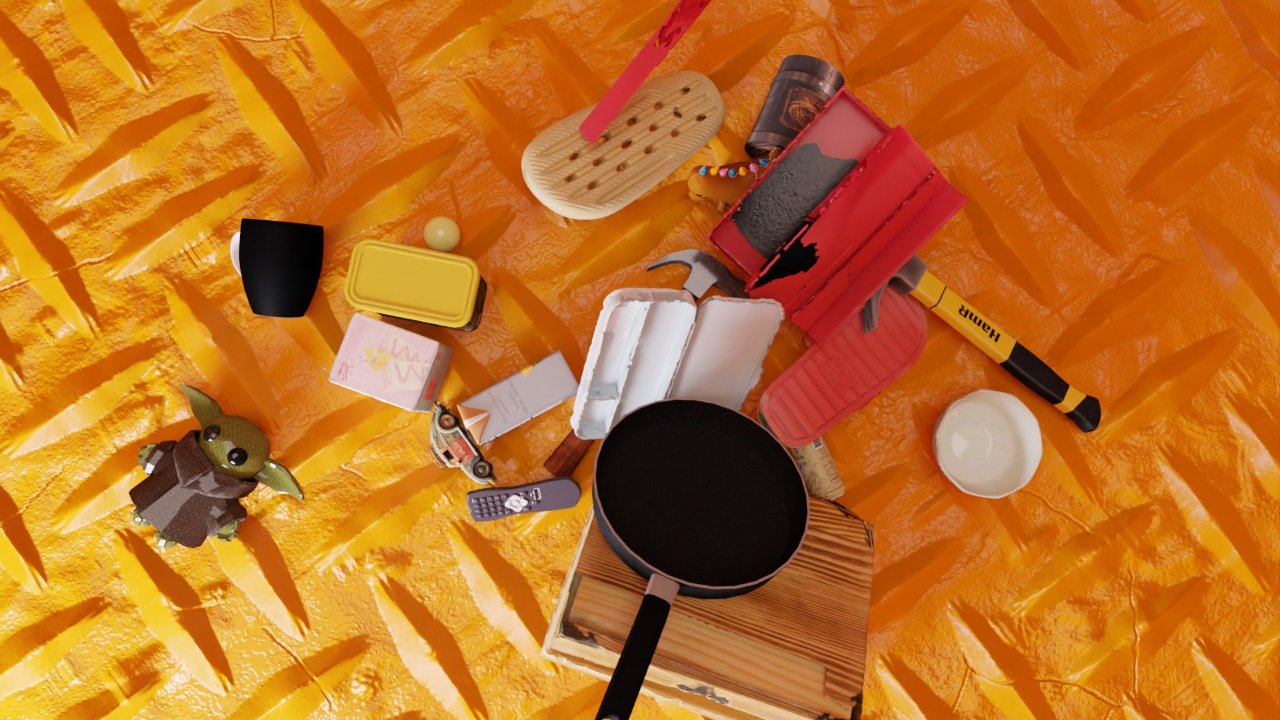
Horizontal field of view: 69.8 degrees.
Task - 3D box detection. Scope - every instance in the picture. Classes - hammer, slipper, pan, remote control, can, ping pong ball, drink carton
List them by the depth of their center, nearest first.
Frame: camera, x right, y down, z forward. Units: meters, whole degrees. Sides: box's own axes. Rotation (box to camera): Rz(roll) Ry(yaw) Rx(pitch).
[{"bbox_3d":[0.028,0.176,0.801,0.204,0.044,0.354,23,48,4],"label":"pan"},{"bbox_3d":[-0.234,-0.076,0.981,0.131,0.101,0.072,11,86,-1],"label":"can"},{"bbox_3d":[-0.131,0.042,0.992,0.124,0.076,0.048,-29,87,-8],"label":"drink carton"},{"bbox_3d":[-0.126,0.152,1.003,0.124,0.009,0.046,-8,126,-3],"label":"remote control"},{"bbox_3d":[0.220,0.007,1.012,0.248,0.059,0.103,-41,90,-19],"label":"slipper"},{"bbox_3d":[0.194,0.115,1.014,0.038,0.038,0.079,-23,87,-4],"label":"can"},{"bbox_3d":[-0.017,-0.233,1.015,0.260,0.079,0.111,-35,93,-22],"label":"slipper"},{"bbox_3d":[-0.220,-0.139,1.016,0.040,0.040,0.040,0,86,-2],"label":"ping pong ball"},{"bbox_3d":[0.382,-0.024,1.019,0.324,0.034,0.169,37,66,-5],"label":"hammer"},{"bbox_3d":[-0.006,0.006,1.021,0.111,0.028,0.300,37,86,0],"label":"hammer"}]

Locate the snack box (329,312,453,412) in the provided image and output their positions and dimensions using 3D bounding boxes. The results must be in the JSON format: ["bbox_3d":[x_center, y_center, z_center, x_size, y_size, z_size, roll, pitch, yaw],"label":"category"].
[{"bbox_3d":[-0.263,0.005,0.979,0.095,0.093,0.079,21,86,-1],"label":"snack box"}]

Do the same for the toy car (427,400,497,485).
[{"bbox_3d":[-0.202,0.098,0.998,0.047,0.047,0.112,-37,87,-5],"label":"toy car"}]

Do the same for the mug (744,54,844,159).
[{"bbox_3d":[0.187,-0.265,1.028,0.115,0.080,0.107,26,84,-28],"label":"mug"}]

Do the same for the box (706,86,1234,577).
[{"bbox_3d":[0.280,-0.047,0.886,0.215,0.138,0.467,-46,72,14],"label":"box"}]

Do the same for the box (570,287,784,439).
[{"bbox_3d":[0.033,0.008,0.939,0.189,0.210,0.037,-1,47,-17],"label":"box"}]

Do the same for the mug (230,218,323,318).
[{"bbox_3d":[-0.402,-0.101,0.996,0.119,0.084,0.100,10,99,28],"label":"mug"}]

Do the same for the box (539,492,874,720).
[{"bbox_3d":[0.073,0.214,0.897,0.279,0.264,0.269,19,84,1],"label":"box"}]

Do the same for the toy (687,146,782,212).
[{"bbox_3d":[0.102,-0.204,1.000,0.090,0.103,0.070,0,66,-30],"label":"toy"}]

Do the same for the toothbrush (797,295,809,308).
[{"bbox_3d":[0.155,-0.139,1.043,0.015,0.015,0.184,-23,85,3],"label":"toothbrush"}]

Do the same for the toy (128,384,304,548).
[{"bbox_3d":[-0.463,0.126,0.971,0.179,0.078,0.152,42,85,4],"label":"toy"}]

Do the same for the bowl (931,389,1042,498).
[{"bbox_3d":[0.373,0.091,1.011,0.117,0.061,0.117,0,87,-2],"label":"bowl"}]
